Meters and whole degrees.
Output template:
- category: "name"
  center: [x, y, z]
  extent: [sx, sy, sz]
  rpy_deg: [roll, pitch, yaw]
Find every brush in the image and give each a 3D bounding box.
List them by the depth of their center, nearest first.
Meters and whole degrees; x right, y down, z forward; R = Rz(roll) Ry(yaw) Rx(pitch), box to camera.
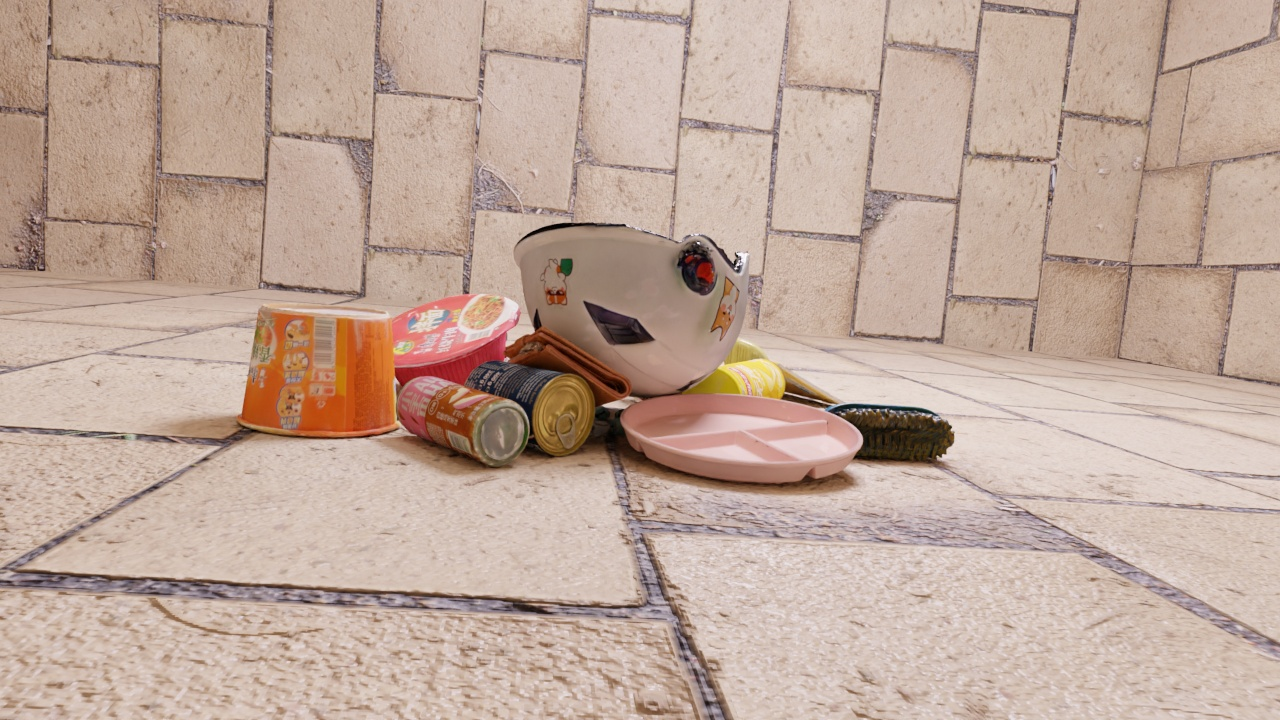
- category: "brush"
  center: [0.254, 0.073, 0.972]
  extent: [0.144, 0.055, 0.073]
  rpy_deg: [4, 7, -9]

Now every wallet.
- category: "wallet"
  center: [-0.078, 0.012, 0.905]
  extent: [0.108, 0.031, 0.132]
  rpy_deg: [34, -21, -15]

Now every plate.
- category: "plate"
  center: [0.094, 0.072, 0.877]
  extent: [0.229, 0.028, 0.229]
  rpy_deg: [3, 13, -1]

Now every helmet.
- category: "helmet"
  center: [-0.006, -0.040, 0.972]
  extent: [0.231, 0.156, 0.273]
  rpy_deg: [-7, -10, 36]

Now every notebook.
- category: "notebook"
  center: [0.190, 0.022, 1.379]
  extent: [0.145, 0.010, 0.206]
  rpy_deg: [29, -8, -31]

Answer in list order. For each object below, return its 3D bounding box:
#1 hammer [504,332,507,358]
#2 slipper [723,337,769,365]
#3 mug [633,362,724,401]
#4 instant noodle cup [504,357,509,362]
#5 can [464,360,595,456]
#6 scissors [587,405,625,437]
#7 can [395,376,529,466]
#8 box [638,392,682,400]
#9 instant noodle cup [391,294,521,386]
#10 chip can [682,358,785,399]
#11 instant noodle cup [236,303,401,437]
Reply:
- category: "hammer"
  center: [-0.127, -0.003, 1.359]
  extent: [0.322, 0.032, 0.126]
  rpy_deg: [7, -23, -45]
- category: "slipper"
  center: [0.101, 0.011, 1.307]
  extent: [0.191, 0.091, 0.081]
  rpy_deg: [6, 2, 25]
- category: "mug"
  center: [0.042, 0.007, 1.221]
  extent: [0.105, 0.082, 0.114]
  rpy_deg: [4, 40, -31]
- category: "instant noodle cup"
  center: [-0.115, 0.022, 1.147]
  extent: [0.138, 0.060, 0.173]
  rpy_deg: [5, 7, -2]
- category: "can"
  center: [-0.108, 0.042, 0.863]
  extent: [0.111, 0.075, 0.075]
  rpy_deg: [10, 8, 42]
- category: "scissors"
  center: [-0.058, 0.064, 0.975]
  extent: [0.130, 0.019, 0.185]
  rpy_deg: [7, 5, 24]
- category: "can"
  center: [-0.160, 0.051, 0.814]
  extent: [0.057, 0.058, 0.147]
  rpy_deg: [0, 8, -41]
- category: "box"
  center: [-0.009, 0.010, 1.107]
  extent: [0.163, 0.076, 0.087]
  rpy_deg: [36, 30, -3]
- category: "instant noodle cup"
  center: [-0.238, -0.015, 1.135]
  extent: [0.194, 0.066, 0.193]
  rpy_deg: [-10, 26, 5]
- category: "chip can"
  center: [0.120, 0.037, 1.136]
  extent: [0.072, 0.072, 0.213]
  rpy_deg: [7, 6, 22]
- category: "instant noodle cup"
  center: [-0.303, 0.005, 0.880]
  extent: [0.151, 0.111, 0.151]
  rpy_deg: [5, 6, -1]
